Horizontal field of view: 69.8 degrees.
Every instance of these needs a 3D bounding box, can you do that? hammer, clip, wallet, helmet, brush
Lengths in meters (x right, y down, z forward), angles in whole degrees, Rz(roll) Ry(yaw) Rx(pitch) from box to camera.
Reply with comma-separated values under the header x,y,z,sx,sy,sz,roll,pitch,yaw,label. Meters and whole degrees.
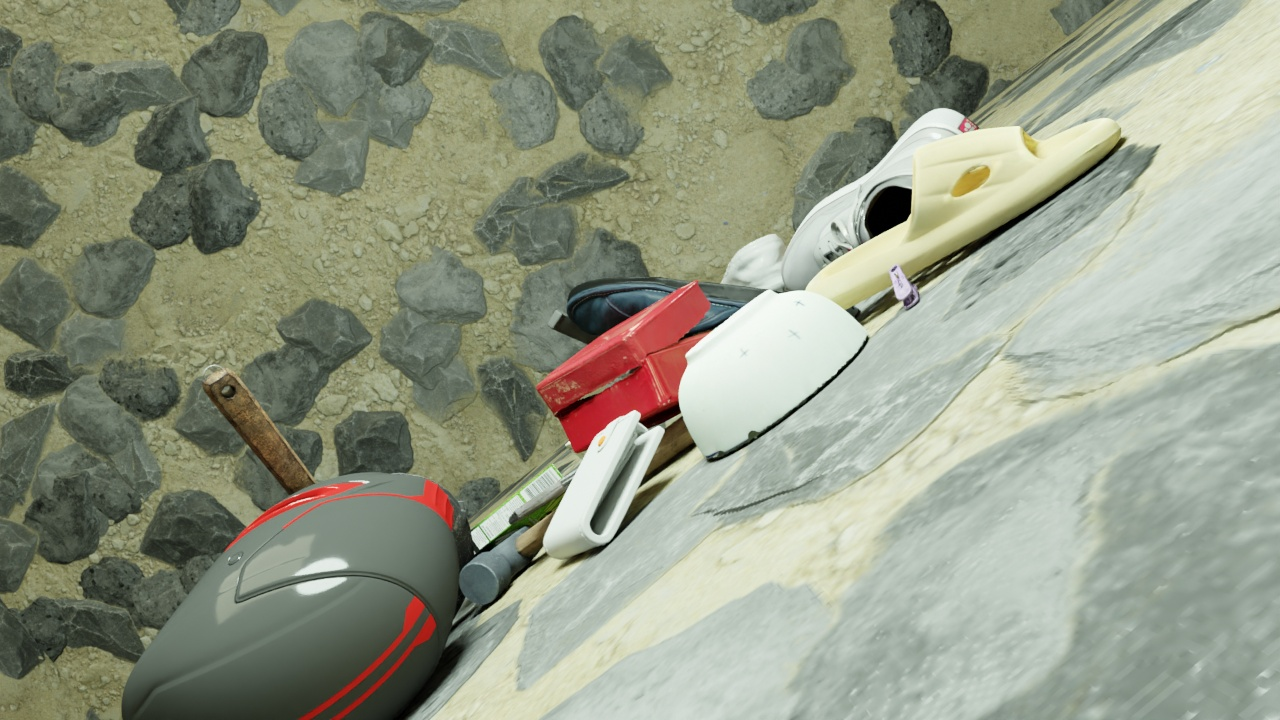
x,y,z,sx,sy,sz,roll,pitch,yaw,label
-0.021,0.109,0.832,0.322,0.040,0.129,-37,-3,20,hammer
0.190,-0.057,0.670,0.014,0.042,0.052,-37,-12,24,clip
-0.036,0.104,0.742,0.116,0.037,0.118,-37,22,58,wallet
-0.236,0.201,0.662,0.264,0.164,0.170,-33,29,-13,helmet
-0.056,0.105,0.839,0.151,0.012,0.039,-32,-7,-16,brush

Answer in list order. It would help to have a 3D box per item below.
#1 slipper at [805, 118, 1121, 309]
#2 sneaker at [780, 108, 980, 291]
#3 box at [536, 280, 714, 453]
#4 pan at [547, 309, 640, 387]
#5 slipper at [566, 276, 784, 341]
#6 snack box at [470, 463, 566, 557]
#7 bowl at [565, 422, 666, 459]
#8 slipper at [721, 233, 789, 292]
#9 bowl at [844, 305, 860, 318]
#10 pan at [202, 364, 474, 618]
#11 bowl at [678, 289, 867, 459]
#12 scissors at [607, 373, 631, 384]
x,y,z,sx,sy,sz,roll,pitch,yaw,label
0.228,-0.126,0.711,0.262,0.079,0.111,-33,3,30,slipper
0.218,-0.120,0.889,0.128,0.097,0.264,-53,5,-40,sneaker
0.002,0.018,0.854,0.134,0.112,0.158,-33,4,-41,box
-0.021,-0.013,1.158,0.178,0.041,0.357,-57,-28,5,pan
0.038,-0.025,0.936,0.109,0.266,0.083,49,-130,-60,slipper
-0.132,0.176,0.960,0.147,0.025,0.080,-39,-27,-7,snack box
-0.021,0.083,1.034,0.115,0.062,0.115,-38,1,1,bowl
0.150,-0.082,1.126,0.112,0.074,0.247,-11,-11,0,slipper
0.138,-0.028,0.826,0.114,0.045,0.114,-39,1,1,bowl
-0.253,0.142,0.762,0.207,0.357,0.040,-40,42,-23,pan
0.088,-0.001,0.688,0.153,0.073,0.153,-38,2,1,bowl
0.039,0.018,0.989,0.210,0.015,0.142,-11,15,10,scissors
